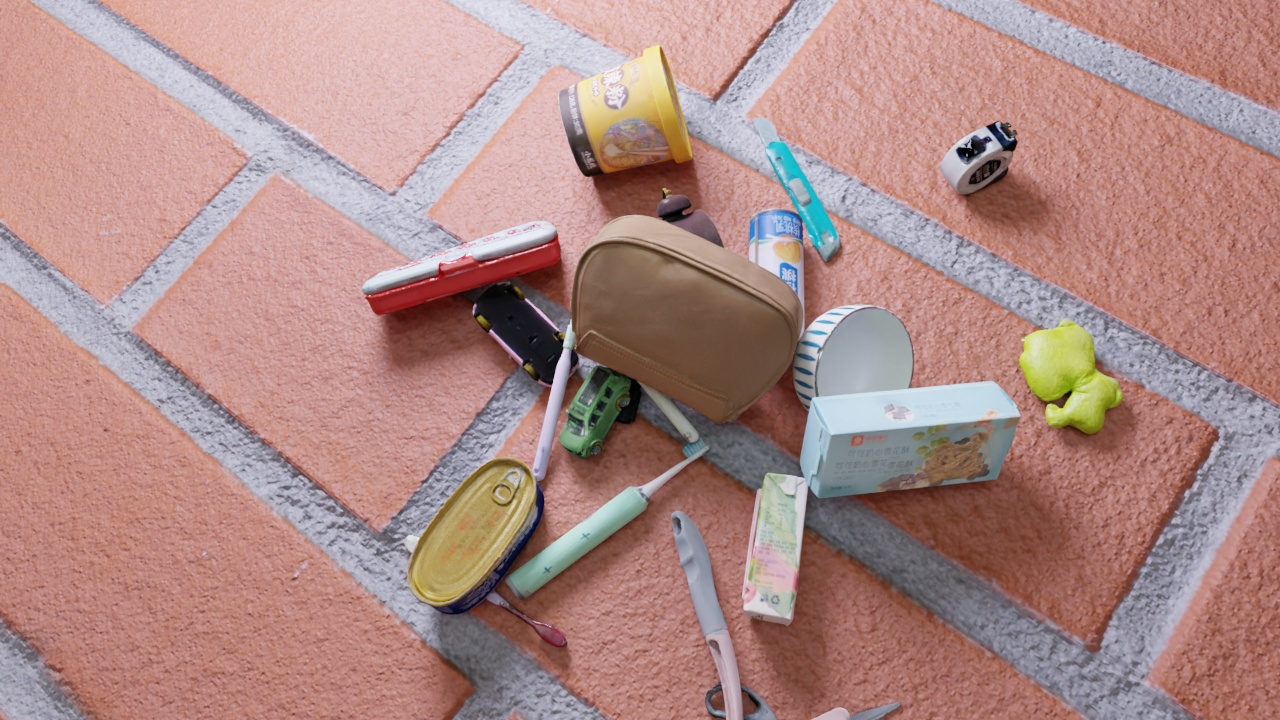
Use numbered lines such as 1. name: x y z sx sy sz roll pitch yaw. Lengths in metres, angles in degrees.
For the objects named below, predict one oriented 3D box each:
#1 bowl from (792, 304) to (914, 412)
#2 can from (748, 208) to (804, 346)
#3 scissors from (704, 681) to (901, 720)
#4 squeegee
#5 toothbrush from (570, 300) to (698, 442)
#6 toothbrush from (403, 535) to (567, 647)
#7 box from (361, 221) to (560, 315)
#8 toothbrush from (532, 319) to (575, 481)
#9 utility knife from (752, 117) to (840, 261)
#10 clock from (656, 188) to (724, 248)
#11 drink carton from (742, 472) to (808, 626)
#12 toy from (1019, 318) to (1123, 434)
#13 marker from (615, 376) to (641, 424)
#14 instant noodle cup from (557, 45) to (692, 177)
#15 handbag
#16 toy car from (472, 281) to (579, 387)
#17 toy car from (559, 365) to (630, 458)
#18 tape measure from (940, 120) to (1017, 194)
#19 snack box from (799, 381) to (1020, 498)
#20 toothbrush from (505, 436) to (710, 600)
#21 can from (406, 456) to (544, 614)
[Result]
1. bowl: 0.184 0.005 0.835 0.116 0.116 0.066 -50 29 -12
2. can: 0.132 -0.077 0.892 0.053 0.053 0.134 0 69 8
3. scissors: 0.130 0.318 0.764 0.177 0.014 0.159 -43 72 -12
4. squeegee: 0.061 0.236 0.767 0.248 0.040 0.249 -45 40 33
5. toothbrush: -0.005 0.005 0.876 0.029 0.020 0.189 -48 68 23
6. toothbrush: -0.143 0.210 0.840 0.188 0.017 0.016 27 78 19
7. box: -0.180 -0.100 0.933 0.201 0.086 0.047 -17 109 2
8. toothbrush: -0.076 0.023 0.878 0.029 0.021 0.189 13 87 27
9. utility knife: 0.160 -0.183 0.951 0.029 0.013 0.186 -23 68 -2
10. clock: 0.043 -0.115 0.904 0.055 0.082 0.122 -22 69 -6
11. drink carton: 0.117 0.164 0.801 0.045 0.053 0.122 7 69 11
12. toy: 0.388 0.014 0.835 0.100 0.031 0.096 38 80 18
13. marker: 0.000 -0.002 0.898 0.022 0.020 0.131 2 67 37
14. instant noodle cup: -0.016 -0.251 0.950 0.114 0.118 0.118 -14 68 10
15. handbag: 0.038 -0.039 0.824 0.204 0.148 0.099 27 30 2
16. toy car: -0.113 -0.025 0.911 0.056 0.037 0.122 -43 78 -11
17. toy car: -0.045 0.048 0.868 0.043 0.036 0.091 23 83 40
18. tape measure: 0.332 -0.197 0.905 0.066 0.066 0.033 -25 63 -5
19. snack box: 0.228 0.067 0.785 0.174 0.074 0.051 -5 38 -10
20. toothbrush: -0.026 0.144 0.842 0.224 0.026 0.027 -36 80 -7
21. can: -0.145 0.158 0.826 0.075 0.049 0.148 29 71 19
